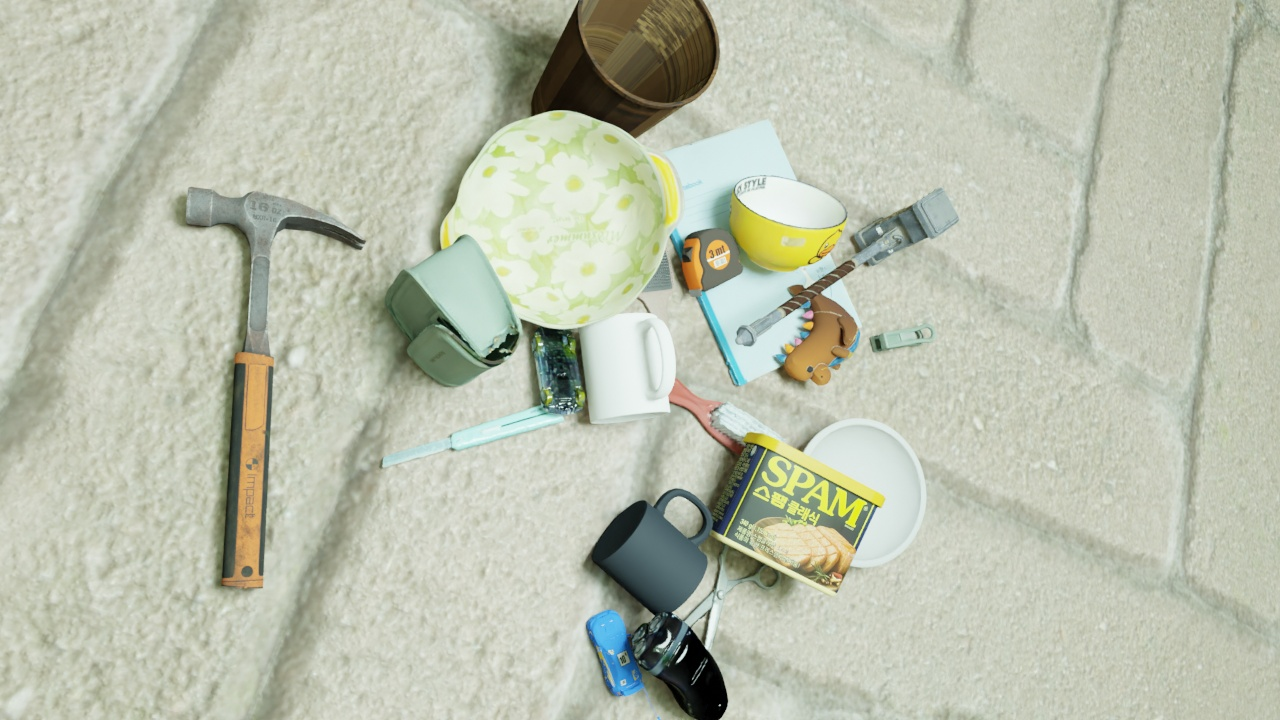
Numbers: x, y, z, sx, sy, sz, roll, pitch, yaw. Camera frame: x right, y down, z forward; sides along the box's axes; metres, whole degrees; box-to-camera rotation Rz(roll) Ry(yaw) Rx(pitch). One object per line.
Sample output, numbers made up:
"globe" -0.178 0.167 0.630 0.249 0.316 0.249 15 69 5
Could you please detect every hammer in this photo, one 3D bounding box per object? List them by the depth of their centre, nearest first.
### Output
"hammer" -0.295 0.021 0.733 0.137 0.035 0.314 4 79 -25
"hammer" 0.199 -0.087 0.927 0.321 0.099 0.044 -32 94 -35

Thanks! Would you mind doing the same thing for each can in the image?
"can" 0.142 0.144 0.861 0.135 0.075 0.104 28 84 -6

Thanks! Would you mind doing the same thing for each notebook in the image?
"notebook" 0.120 -0.120 0.971 0.180 0.009 0.253 -24 90 -27

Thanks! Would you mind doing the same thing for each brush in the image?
"brush" 0.071 0.050 0.903 0.172 0.030 0.040 32 67 -16
"brush" 0.017 -0.061 0.908 0.049 0.015 0.135 -9 84 -26

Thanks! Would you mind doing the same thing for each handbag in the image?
"handbag" -0.156 -0.034 0.760 0.067 0.122 0.106 -34 95 -27

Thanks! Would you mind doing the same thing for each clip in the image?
"clip" 0.294 -0.025 1.025 0.075 0.042 0.023 -9 85 -27

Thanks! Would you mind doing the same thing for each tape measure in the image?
"tape measure" 0.066 -0.102 0.918 0.058 0.038 0.059 -28 105 -26

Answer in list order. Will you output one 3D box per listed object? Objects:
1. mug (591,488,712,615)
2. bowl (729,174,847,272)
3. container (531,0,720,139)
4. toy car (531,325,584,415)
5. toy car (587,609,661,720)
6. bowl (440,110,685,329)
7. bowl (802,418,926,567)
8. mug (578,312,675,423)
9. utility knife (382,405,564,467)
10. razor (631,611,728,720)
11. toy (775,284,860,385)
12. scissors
"mug" 0.019 0.165 0.827 0.077 0.071 0.105 44 79 -11
"bowl" 0.144 -0.132 0.930 0.117 0.068 0.117 8 35 -6
"container" -0.026 -0.260 0.841 0.132 0.168 0.132 5 77 -25
"toy car" -0.077 0.009 0.841 0.038 0.027 0.089 -1 67 -23
"toy car" -0.010 0.266 0.802 0.033 0.062 0.092 -19 88 -27
"bowl" -0.068 -0.124 0.829 0.219 0.060 0.188 -17 93 5
"bowl" 0.218 0.135 0.944 0.149 0.043 0.149 2 82 -16
"mug" -0.005 0.005 0.830 0.073 0.111 0.090 -2 80 -34
"utility knife" -0.146 0.067 0.806 0.165 0.015 0.022 -16 64 -25
"razor" 0.037 0.277 0.817 0.052 0.064 0.140 -52 133 -27
"toy" 0.174 -0.027 0.954 0.090 0.071 0.103 -39 76 -14
"scissors" 0.074 0.207 0.882 0.141 0.014 0.158 -12 85 -30
